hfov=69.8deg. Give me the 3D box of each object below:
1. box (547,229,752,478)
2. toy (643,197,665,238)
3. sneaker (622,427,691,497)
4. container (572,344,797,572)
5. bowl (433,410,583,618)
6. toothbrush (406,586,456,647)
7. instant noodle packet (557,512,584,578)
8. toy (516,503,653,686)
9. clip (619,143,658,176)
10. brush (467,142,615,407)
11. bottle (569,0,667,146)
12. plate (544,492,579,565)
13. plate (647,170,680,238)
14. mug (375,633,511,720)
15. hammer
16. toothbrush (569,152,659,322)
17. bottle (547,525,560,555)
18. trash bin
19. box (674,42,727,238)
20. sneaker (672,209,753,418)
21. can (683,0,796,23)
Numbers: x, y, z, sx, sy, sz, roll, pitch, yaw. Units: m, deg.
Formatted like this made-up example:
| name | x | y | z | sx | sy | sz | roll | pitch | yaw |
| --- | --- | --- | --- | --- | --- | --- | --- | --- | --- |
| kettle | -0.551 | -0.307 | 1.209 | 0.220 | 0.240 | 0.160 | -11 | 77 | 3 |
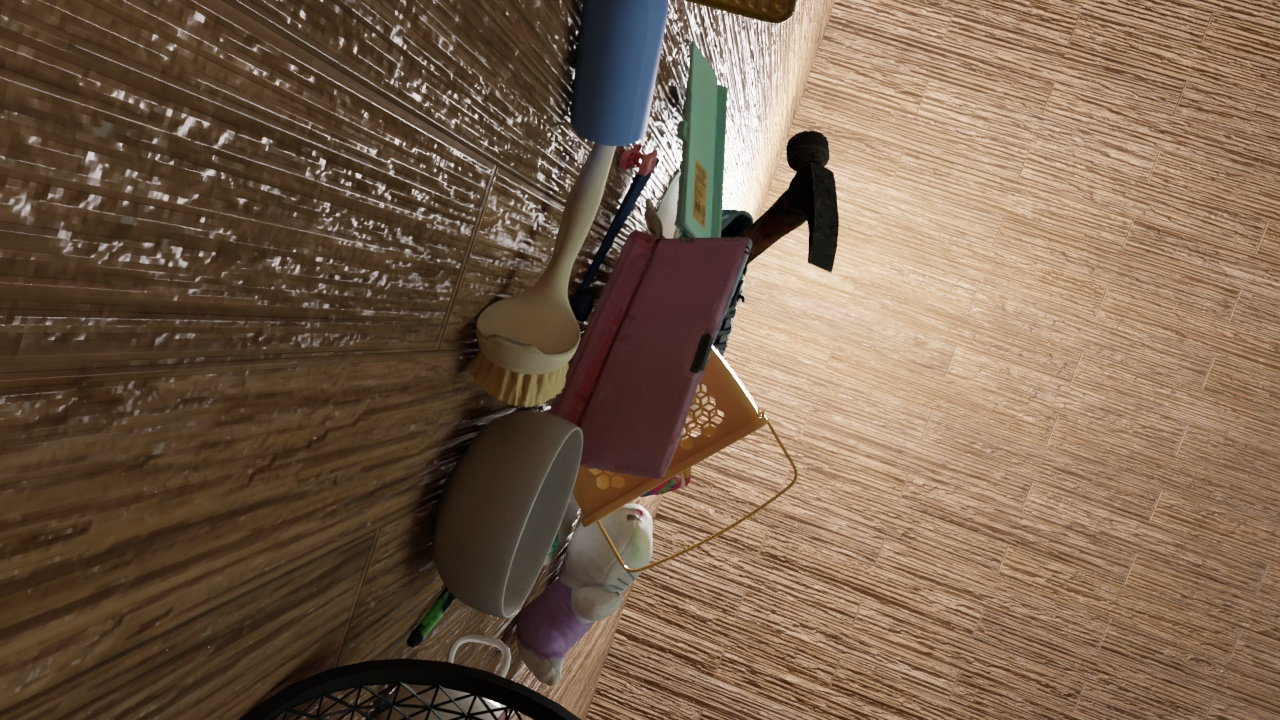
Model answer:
| name | x | y | z | sx | sy | sz | roll | pitch | yaw |
| --- | --- | --- | --- | --- | --- | --- | --- | --- | --- |
| box | -0.016 | -0.006 | 0.728 | 0.173 | 0.075 | 0.232 | -22 | -142 | 48 |
| toy | 0.009 | -0.100 | 0.910 | 0.087 | 0.050 | 0.112 | -52 | 166 | -69 |
| sneaker | 0.003 | 0.045 | 1.014 | 0.116 | 0.091 | 0.242 | -128 | -151 | -64 |
| container | 0.029 | 0.086 | 0.836 | 0.183 | 0.167 | 0.129 | -31 | 176 | 6 |
| bowl | -0.091 | 0.093 | 0.593 | 0.132 | 0.064 | 0.132 | 21 | 88 | -83 |
| toothbrush | -0.129 | 0.158 | 0.686 | 0.017 | 0.014 | 0.187 | -65 | 175 | 24 |
| instant noodle packet | -0.066 | 0.233 | 1.164 | 0.146 | 0.057 | 0.270 | -73 | 178 | -60 |
| toy | -0.062 | 0.244 | 1.008 | 0.209 | 0.085 | 0.138 | -55 | 180 | -8 |
| clip | -0.008 | -0.166 | 0.750 | 0.059 | 0.041 | 0.023 | -82 | -168 | -72 |
| brush | -0.038 | -0.094 | 0.574 | 0.077 | 0.062 | 0.271 | 130 | -20 | -63 |
| bottle | -0.010 | -0.190 | 0.519 | 0.047 | 0.048 | 0.131 | -63 | 169 | -46 |
| plate | -0.076 | 0.130 | 0.969 | 0.172 | 0.019 | 0.173 | 21 | 88 | -83 |
| plate | 0.030 | -0.110 | 1.078 | 0.229 | 0.030 | 0.229 | 21 | 88 | -83 |
| mug | -0.133 | 0.242 | 0.624 | 0.090 | 0.076 | 0.123 | 100 | 12 | -52 |
| hammer | 0.055 | -0.063 | 0.818 | 0.331 | 0.033 | 0.119 | -37 | -137 | 50 |
| toothbrush | -0.020 | -0.107 | 0.778 | 0.016 | 0.017 | 0.189 | 103 | 10 | -59 |
| bottle | -0.086 | 0.124 | 0.798 | 0.042 | 0.043 | 0.110 | -62 | 168 | -49 |
| trash bin | -0.124 | 0.310 | 0.427 | 0.244 | 0.217 | 0.216 | -66 | 174 | 18 |
| box | 0.058 | -0.189 | 0.884 | 0.138 | 0.056 | 0.186 | 94 | -1 | -76 |
| sneaker | 0.068 | -0.058 | 0.940 | 0.079 | 0.087 | 0.235 | -13 | -121 | 45 |
| can | 0.070 | -0.289 | 0.656 | 0.054 | 0.100 | 0.059 | 87 | 21 | -73 |
